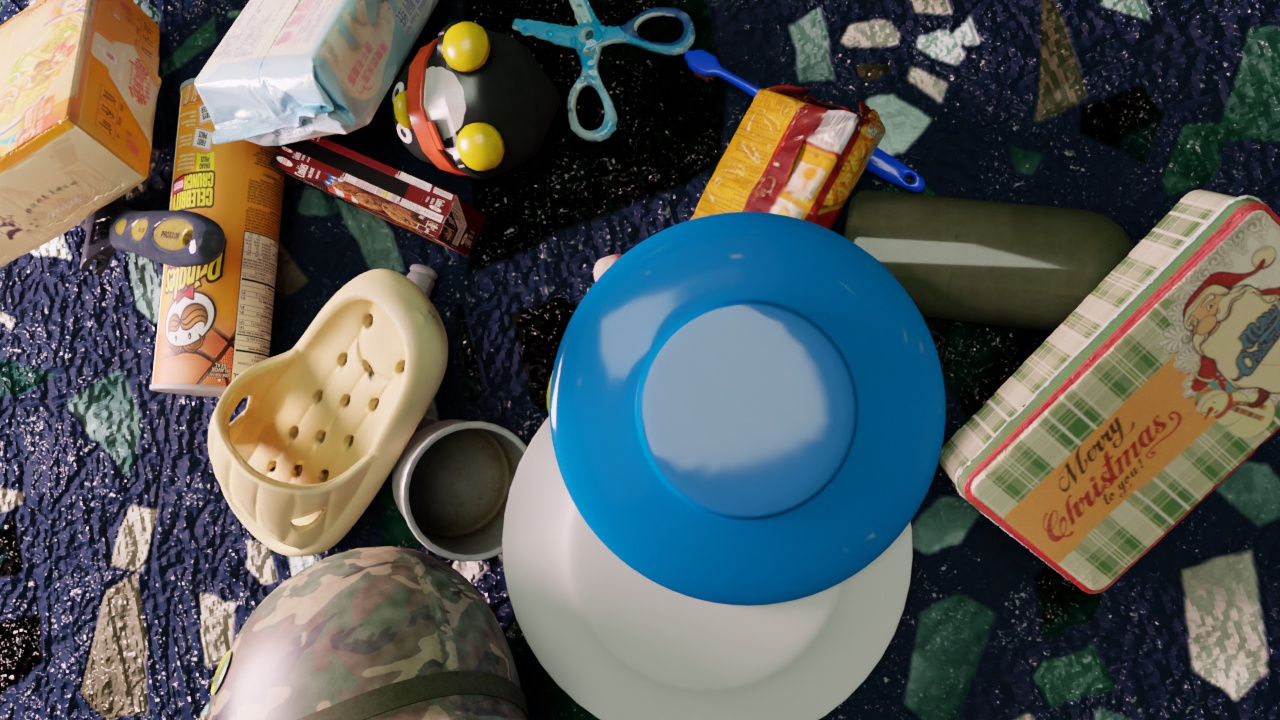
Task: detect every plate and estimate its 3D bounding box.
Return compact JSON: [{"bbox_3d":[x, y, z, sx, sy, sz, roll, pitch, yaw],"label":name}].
[{"bbox_3d":[0.059,0.027,0.513,0.224,0.024,0.224,0,90,4],"label":"plate"},{"bbox_3d":[0.037,0.111,0.538,0.242,0.016,0.242,0,91,4],"label":"plate"}]

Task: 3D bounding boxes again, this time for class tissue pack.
[{"bbox_3d":[-0.210,-0.216,0.616,0.112,0.070,0.181,3,59,26],"label":"tissue pack"}]

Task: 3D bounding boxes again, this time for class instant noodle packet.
[{"bbox_3d":[0.084,-0.105,0.565,0.098,0.039,0.135,37,103,46],"label":"instant noodle packet"}]

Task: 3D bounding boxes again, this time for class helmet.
[{"bbox_3d":[-0.155,0.234,0.521,0.225,0.192,0.236,-52,47,28],"label":"helmet"}]

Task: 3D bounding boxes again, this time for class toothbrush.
[{"bbox_3d":[0.106,-0.158,0.605,0.182,0.018,0.016,33,91,11],"label":"toothbrush"}]

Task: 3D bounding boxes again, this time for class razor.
[{"bbox_3d":[-0.170,-0.011,0.636,0.088,0.047,0.116,16,79,14],"label":"razor"}]

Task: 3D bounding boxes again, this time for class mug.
[{"bbox_3d":[-0.099,0.081,0.585,0.113,0.071,0.084,9,87,-22],"label":"mug"}]

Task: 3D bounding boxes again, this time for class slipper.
[{"bbox_3d":[-0.210,0.048,0.568,0.111,0.079,0.262,50,123,7],"label":"slipper"}]

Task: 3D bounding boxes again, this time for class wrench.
[{"bbox_3d":[-0.341,-0.088,0.626,0.274,0.022,0.073,12,83,45],"label":"wrench"}]

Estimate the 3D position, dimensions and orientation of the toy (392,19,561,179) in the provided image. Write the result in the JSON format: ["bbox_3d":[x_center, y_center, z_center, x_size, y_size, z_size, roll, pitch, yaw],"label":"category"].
[{"bbox_3d":[-0.120,-0.169,0.616,0.119,0.099,0.097,1,103,35],"label":"toy"}]

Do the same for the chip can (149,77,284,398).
[{"bbox_3d":[-0.296,-0.083,0.652,0.075,0.075,0.215,1,84,13],"label":"chip can"}]

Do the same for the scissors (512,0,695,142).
[{"bbox_3d":[-0.022,-0.224,0.642,0.134,0.012,0.134,-21,78,10],"label":"scissors"}]

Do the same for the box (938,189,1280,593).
[{"bbox_3d":[0.271,0.020,0.490,0.117,0.050,0.206,38,105,-11],"label":"box"}]

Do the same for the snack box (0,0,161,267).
[{"bbox_3d":[-0.425,-0.173,0.664,0.145,0.080,0.195,-27,53,10],"label":"snack box"}]

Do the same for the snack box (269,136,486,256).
[{"bbox_3d":[-0.183,-0.119,0.644,0.141,0.051,0.031,25,89,14],"label":"snack box"}]

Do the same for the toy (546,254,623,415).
[{"bbox_3d":[-0.003,0.003,0.587,0.105,0.067,0.137,14,95,10],"label":"toy"}]

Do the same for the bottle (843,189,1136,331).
[{"bbox_3d":[0.223,-0.055,0.536,0.207,0.071,0.071,8,85,13],"label":"bottle"}]
